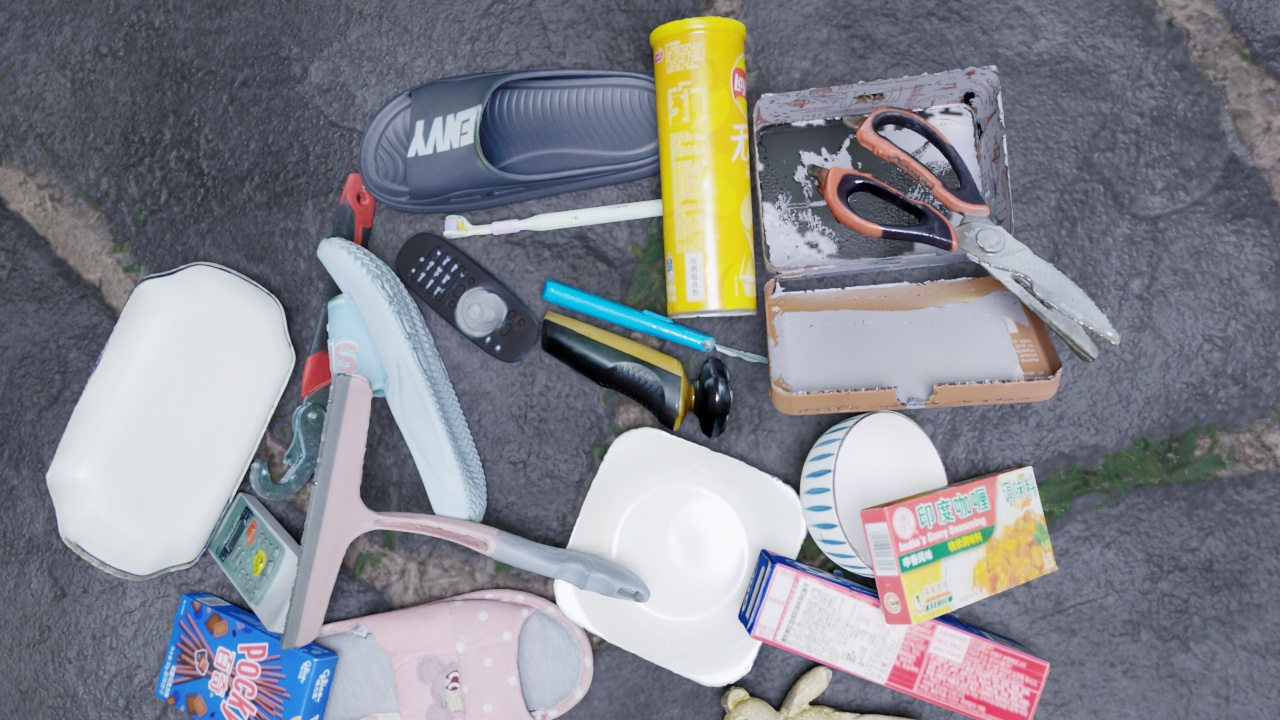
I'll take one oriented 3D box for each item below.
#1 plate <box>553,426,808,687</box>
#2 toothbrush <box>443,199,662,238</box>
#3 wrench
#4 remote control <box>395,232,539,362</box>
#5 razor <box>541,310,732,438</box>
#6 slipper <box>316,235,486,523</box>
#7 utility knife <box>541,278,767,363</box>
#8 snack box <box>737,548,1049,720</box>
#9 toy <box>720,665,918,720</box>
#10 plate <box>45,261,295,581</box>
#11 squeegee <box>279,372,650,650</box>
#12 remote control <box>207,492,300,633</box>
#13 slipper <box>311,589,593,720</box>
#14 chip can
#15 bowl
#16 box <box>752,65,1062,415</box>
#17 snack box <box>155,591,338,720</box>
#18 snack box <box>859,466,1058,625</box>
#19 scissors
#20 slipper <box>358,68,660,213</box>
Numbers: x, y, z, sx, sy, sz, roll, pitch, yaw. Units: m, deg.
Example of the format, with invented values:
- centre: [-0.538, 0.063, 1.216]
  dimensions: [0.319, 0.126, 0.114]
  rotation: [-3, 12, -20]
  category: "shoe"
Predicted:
- centre: [0.030, 0.145, 0.697]
  dimensions: [0.164, 0.034, 0.164]
  rotation: [23, 89, 9]
  category: "plate"
- centre: [-0.065, -0.115, 0.738]
  dimensions: [0.189, 0.029, 0.020]
  rotation: [-4, 127, 6]
  category: "toothbrush"
- centre: [-0.257, -0.020, 0.746]
  dimensions: [0.016, 0.056, 0.273]
  rotation: [10, 82, 32]
  category: "wrench"
- centre: [-0.138, -0.051, 0.740]
  dimensions: [0.136, 0.024, 0.053]
  rotation: [40, 90, 8]
  category: "remote control"
- centre: [-0.004, 0.004, 0.709]
  dimensions: [0.167, 0.062, 0.067]
  rotation: [24, 59, 14]
  category: "razor"
- centre: [-0.190, 0.022, 0.705]
  dimensions: [0.074, 0.104, 0.245]
  rotation: [-23, 90, 1]
  category: "slipper"
- centre: [0.022, -0.024, 0.714]
  dimensions: [0.216, 0.034, 0.018]
  rotation: [19, 98, 7]
  category: "utility knife"
- centre: [0.174, 0.194, 0.644]
  dimensions: [0.207, 0.057, 0.058]
  rotation: [21, 89, -3]
  category: "snack box"
- centre: [0.133, 0.276, 0.657]
  dimensions: [0.157, 0.066, 0.105]
  rotation: [4, 103, 16]
  category: "toy"
- centre: [-0.383, 0.049, 0.762]
  dimensions: [0.162, 0.034, 0.265]
  rotation: [24, 89, 9]
  category: "plate"
- centre: [-0.112, 0.135, 0.659]
  dimensions: [0.249, 0.040, 0.248]
  rotation: [16, 117, -11]
  category: "squeegee"
- centre: [-0.295, 0.155, 0.714]
  dimensions: [0.135, 0.019, 0.056]
  rotation: [27, 88, 42]
  category: "remote control"
- centre: [-0.171, 0.242, 0.707]
  dimensions: [0.274, 0.054, 0.114]
  rotation: [-8, 85, 9]
  category: "slipper"
- centre: [0.048, -0.138, 0.682]
  dimensions: [0.072, 0.072, 0.213]
  rotation: [-3, 93, 7]
  category: "chip can"
- centre: [0.158, 0.097, 0.657]
  dimensions: [0.116, 0.066, 0.116]
  rotation: [8, 75, -31]
  category: "bowl"
- centre: [0.172, -0.078, 0.648]
  dimensions: [0.179, 0.125, 0.273]
  rotation: [-5, 63, 8]
  category: "box"
- centre: [-0.310, 0.246, 0.718]
  dimensions: [0.157, 0.026, 0.084]
  rotation: [12, 87, 27]
  category: "snack box"
- centre: [0.222, 0.124, 0.632]
  dimensions: [0.155, 0.027, 0.077]
  rotation: [-8, 82, -32]
  category: "snack box"
- centre: [0.197, -0.075, 0.578]
  dimensions: [0.197, 0.015, 0.205]
  rotation: [-3, 68, 7]
  category: "scissors"
- centre: [-0.098, -0.184, 0.716]
  dimensions: [0.268, 0.083, 0.110]
  rotation: [-5, 85, 5]
  category: "slipper"
